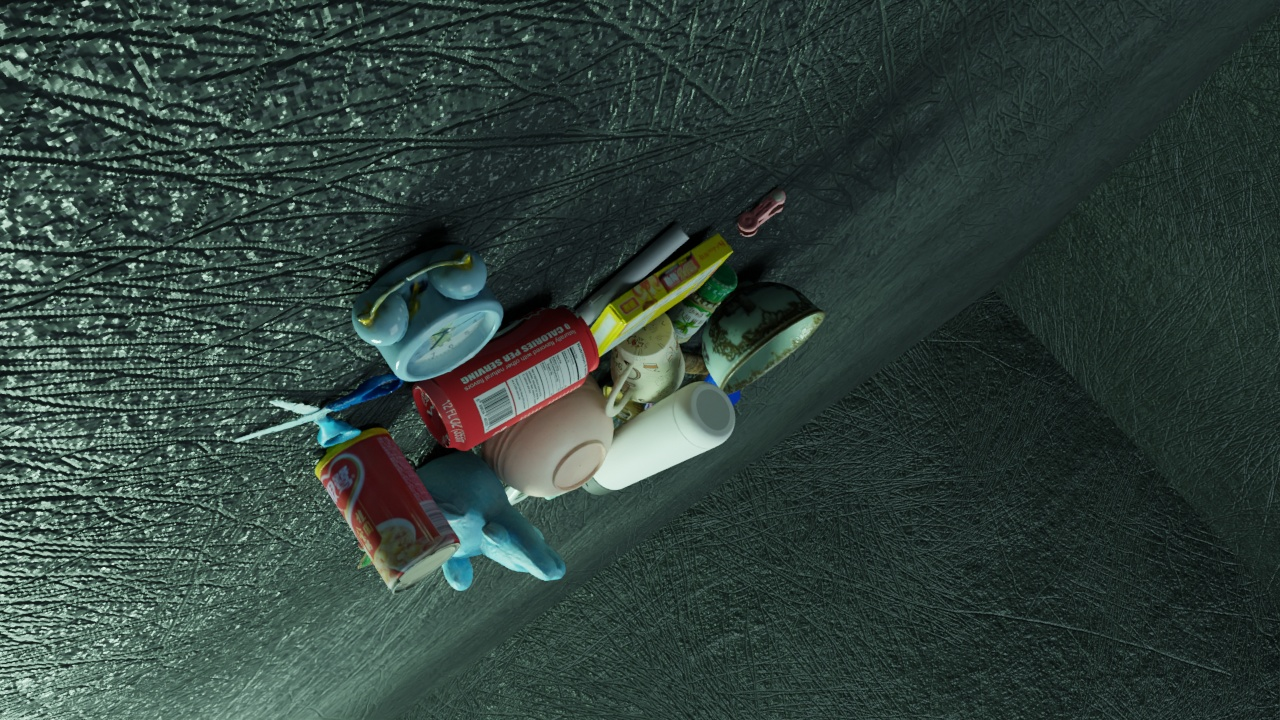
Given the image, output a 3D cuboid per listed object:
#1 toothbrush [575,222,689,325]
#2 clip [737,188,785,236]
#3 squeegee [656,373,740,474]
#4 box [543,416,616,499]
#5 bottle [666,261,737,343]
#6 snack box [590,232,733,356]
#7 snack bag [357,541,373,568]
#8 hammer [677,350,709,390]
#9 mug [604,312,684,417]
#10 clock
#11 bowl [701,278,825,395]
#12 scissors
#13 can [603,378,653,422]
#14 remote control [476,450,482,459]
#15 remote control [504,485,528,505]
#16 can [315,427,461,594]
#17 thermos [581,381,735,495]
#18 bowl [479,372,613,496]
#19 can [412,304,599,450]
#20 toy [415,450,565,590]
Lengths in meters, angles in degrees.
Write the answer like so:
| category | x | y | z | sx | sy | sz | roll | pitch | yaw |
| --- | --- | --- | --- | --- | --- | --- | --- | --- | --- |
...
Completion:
| category | x | y | z | sx | sy | sz | roll | pitch | yaw |
| --- | --- | --- | --- | --- | --- | --- | --- | --- | --- |
| toothbrush | -0.033 | -0.056 | 0.829 | 0.188 | 0.018 | 0.019 | -40 | 172 | 10 |
| clip | 0.121 | -0.147 | 0.916 | 0.060 | 0.023 | 0.043 | -46 | 162 | 12 |
| squeegee | 0.113 | 0.041 | 1.288 | 0.248 | 0.055 | 0.185 | -43 | 171 | -24 |
| box | -0.066 | 0.110 | 1.123 | 0.188 | 0.091 | 0.078 | -18 | 157 | -53 |
| bottle | 0.061 | -0.062 | 0.993 | 0.042 | 0.042 | 0.110 | -24 | 162 | -43 |
| snack box | 0.018 | -0.063 | 0.867 | 0.151 | 0.025 | 0.075 | -36 | 174 | -32 |
| snack bag | -0.269 | 0.207 | 1.057 | 0.087 | 0.044 | 0.155 | -46 | 160 | 13 |
| hammer | 0.061 | 0.008 | 1.233 | 0.120 | 0.033 | 0.330 | -40 | 165 | 13 |
| mug | -0.006 | 0.005 | 0.951 | 0.121 | 0.081 | 0.097 | -55 | 164 | -18 |
| clock | -0.136 | -0.033 | 0.589 | 0.088 | 0.051 | 0.125 | -33 | 165 | -10 |
| bowl | 0.133 | -0.042 | 1.116 | 0.159 | 0.094 | 0.160 | -35 | 165 | -11 |
| scissors | -0.225 | 0.032 | 0.666 | 0.117 | 0.014 | 0.130 | -35 | 162 | 4 |
| can | -0.006 | 0.032 | 1.069 | 0.059 | 0.054 | 0.100 | -57 | 171 | -20 |
| remote control | -0.185 | 0.127 | 1.047 | 0.134 | 0.013 | 0.058 | -45 | 164 | 26 |
| remote control | -0.142 | 0.146 | 1.192 | 0.050 | 0.022 | 0.134 | -22 | 159 | -48 |
| can | -0.206 | 0.121 | 0.751 | 0.066 | 0.124 | 0.067 | -35 | 166 | -11 |
| thermos | 0.017 | 0.086 | 1.014 | 0.101 | 0.068 | 0.231 | -28 | 177 | -43 |
| bowl | -0.084 | 0.089 | 0.963 | 0.152 | 0.076 | 0.153 | -30 | 147 | -23 |
| can | -0.109 | 0.012 | 0.746 | 0.142 | 0.074 | 0.075 | -30 | 164 | -27 |
| toy | -0.159 | 0.173 | 0.919 | 0.115 | 0.180 | 0.183 | -53 | 164 | -3 |
